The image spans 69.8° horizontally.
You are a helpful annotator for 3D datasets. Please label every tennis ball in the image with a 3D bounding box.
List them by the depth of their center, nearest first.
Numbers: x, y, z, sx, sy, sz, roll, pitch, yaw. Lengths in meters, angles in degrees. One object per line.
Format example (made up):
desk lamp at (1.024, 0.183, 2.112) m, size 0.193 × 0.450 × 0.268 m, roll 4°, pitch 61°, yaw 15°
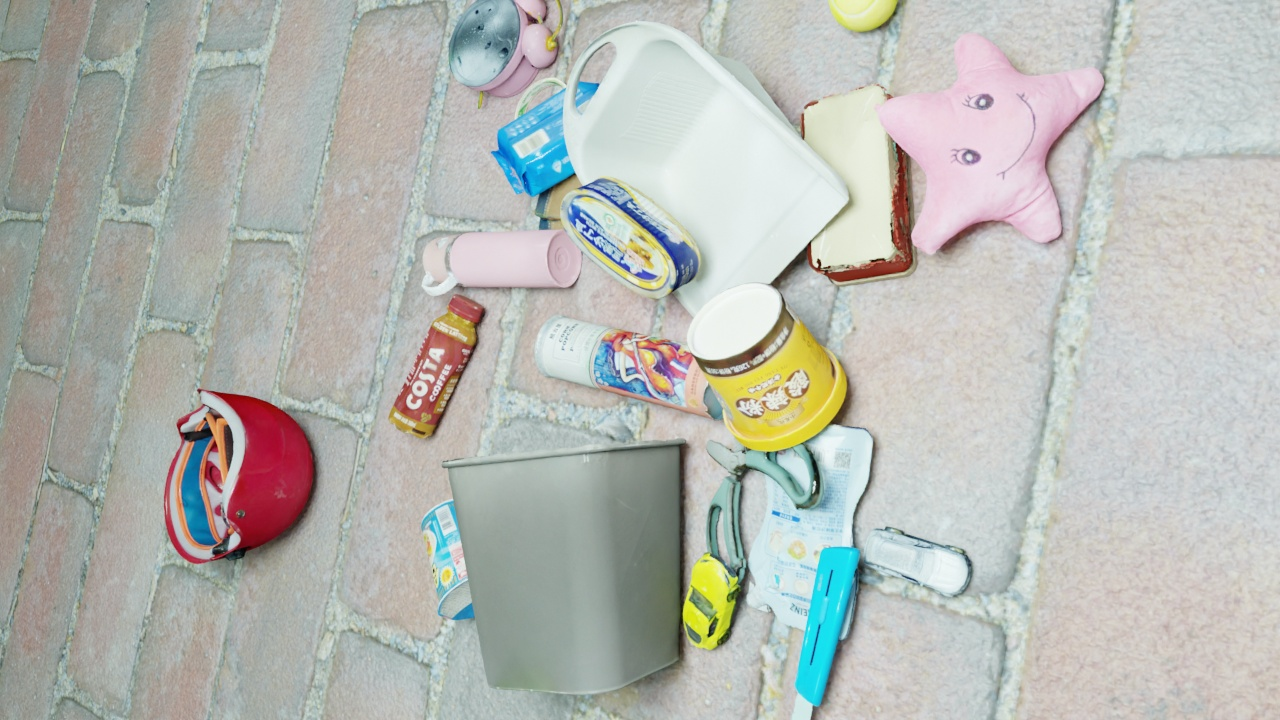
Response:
tennis ball at (0.211, -0.347, 0.870) m, size 0.066 × 0.065 × 0.065 m, roll -6°, pitch 78°, yaw 32°

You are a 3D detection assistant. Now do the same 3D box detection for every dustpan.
dustpan at (0.032, -0.187, 0.881) m, size 0.223 × 0.142 × 0.257 m, roll -49°, pitch 51°, yaw 43°

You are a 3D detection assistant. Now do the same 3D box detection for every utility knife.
utility knife at (0.157, 0.246, 0.800) m, size 0.034 × 0.018 × 0.179 m, roll 16°, pitch 99°, yaw 35°

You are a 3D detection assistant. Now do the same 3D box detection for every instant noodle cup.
instant noodle cup at (0.108, 0.001, 0.822) m, size 0.119 × 0.114 × 0.118 m, roll -24°, pitch 36°, yaw 19°
instant noodle cup at (-0.196, 0.216, 1.023) m, size 0.099 × 0.099 × 0.110 m, roll -44°, pitch 55°, yaw 19°

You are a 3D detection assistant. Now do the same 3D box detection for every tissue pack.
tissue pack at (-0.088, -0.251, 1.031) m, size 0.157 × 0.052 × 0.095 m, roll -32°, pitch 50°, yaw 1°

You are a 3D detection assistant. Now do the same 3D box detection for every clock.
clock at (-0.159, -0.390, 1.119) m, size 0.159 × 0.059 × 0.117 m, roll -28°, pitch 67°, yaw 27°

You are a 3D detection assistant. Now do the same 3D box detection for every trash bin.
trash bin at (-0.064, 0.191, 0.889) m, size 0.199 × 0.198 × 0.219 m, roll -8°, pitch 84°, yaw 33°

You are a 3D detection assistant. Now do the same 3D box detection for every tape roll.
tape roll at (-0.114, -0.296, 1.101) m, size 0.086 × 0.014 × 0.085 m, roll -6°, pitch 79°, yaw 32°

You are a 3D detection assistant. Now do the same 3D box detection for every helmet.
helmet at (-0.522, 0.157, 1.212) m, size 0.241 × 0.143 × 0.207 m, roll -46°, pitch 60°, yaw 34°

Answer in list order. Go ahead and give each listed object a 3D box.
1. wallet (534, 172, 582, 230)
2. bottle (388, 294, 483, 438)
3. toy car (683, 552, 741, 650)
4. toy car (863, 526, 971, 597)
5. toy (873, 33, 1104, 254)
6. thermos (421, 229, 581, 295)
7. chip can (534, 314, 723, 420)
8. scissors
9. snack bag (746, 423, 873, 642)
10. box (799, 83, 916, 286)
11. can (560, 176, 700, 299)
wallet at (-0.061, -0.183, 1.039) m, size 0.115 × 0.033 × 0.090 m, roll 8°, pitch 84°, yaw 30°
bottle at (-0.243, 0.006, 1.105) m, size 0.057 × 0.057 × 0.175 m, roll 32°, pitch 99°, yaw 32°
toy car at (0.063, 0.229, 0.865) m, size 0.048 × 0.032 × 0.105 m, roll 35°, pitch 130°, yaw 35°
toy car at (0.236, 0.171, 0.787) m, size 0.091 × 0.034 × 0.043 m, roll 14°, pitch 86°, yaw 32°
toy at (0.283, -0.181, 0.783) m, size 0.178 × 0.074 × 0.194 m, roll 19°, pitch 90°, yaw 11°
thermos at (-0.170, -0.111, 1.067) m, size 0.199 × 0.067 × 0.087 m, roll 3°, pitch 50°, yaw 31°
chip can at (-0.006, 0.006, 0.946) m, size 0.215 × 0.071 × 0.071 m, roll 14°, pitch 89°, yaw 33°
scissors at (0.102, 0.136, 0.860) m, size 0.170 × 0.019 × 0.179 m, roll 25°, pitch 104°, yaw 56°
snack bag at (0.152, 0.150, 0.841) m, size 0.110 × 0.038 × 0.191 m, roll 6°, pitch 88°, yaw 31°
box at (0.198, -0.161, 0.840) m, size 0.091 × 0.077 × 0.168 m, roll -7°, pitch 78°, yaw 32°
can at (-0.011, -0.122, 0.911) m, size 0.148 × 0.049 × 0.075 m, roll 40°, pitch 133°, yaw 14°
